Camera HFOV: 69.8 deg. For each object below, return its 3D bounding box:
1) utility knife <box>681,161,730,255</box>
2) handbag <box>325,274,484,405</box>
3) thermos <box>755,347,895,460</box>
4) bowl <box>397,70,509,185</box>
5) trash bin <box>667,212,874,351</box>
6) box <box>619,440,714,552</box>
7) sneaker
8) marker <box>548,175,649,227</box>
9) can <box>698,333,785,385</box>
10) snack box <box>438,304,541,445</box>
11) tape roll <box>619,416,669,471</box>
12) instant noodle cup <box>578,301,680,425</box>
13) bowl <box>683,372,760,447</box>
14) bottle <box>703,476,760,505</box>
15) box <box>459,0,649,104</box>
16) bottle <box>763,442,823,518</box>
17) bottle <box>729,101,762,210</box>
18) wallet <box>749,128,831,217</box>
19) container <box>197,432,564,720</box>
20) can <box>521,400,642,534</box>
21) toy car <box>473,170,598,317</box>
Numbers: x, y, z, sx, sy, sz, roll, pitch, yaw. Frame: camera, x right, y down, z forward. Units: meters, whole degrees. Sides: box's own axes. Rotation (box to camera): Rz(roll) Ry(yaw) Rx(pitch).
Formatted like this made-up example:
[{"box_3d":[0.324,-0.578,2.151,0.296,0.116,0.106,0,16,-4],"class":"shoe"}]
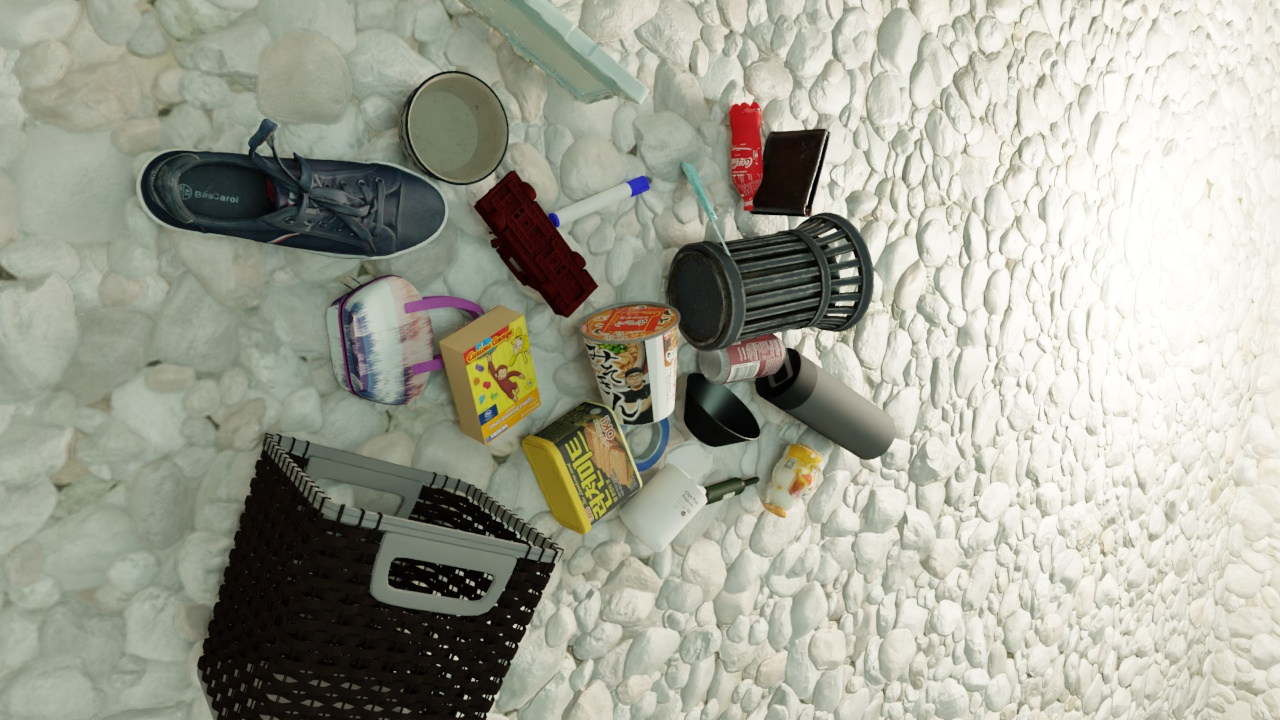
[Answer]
[{"box_3d":[0.085,-0.190,1.148,0.015,0.168,0.022,-35,142,19],"class":"utility knife"},{"box_3d":[-0.242,-0.028,0.990,0.169,0.068,0.144,-14,106,-40],"class":"handbag"},{"box_3d":[0.275,0.066,1.354,0.240,0.082,0.082,30,80,-35],"class":"thermos"},{"box_3d":[-0.205,-0.244,0.975,0.115,0.059,0.115,-6,101,-35],"class":"bowl"},{"box_3d":[0.163,-0.099,1.204,0.227,0.164,0.164,-13,105,-30],"class":"trash bin"},{"box_3d":[0.044,0.172,1.212,0.160,0.092,0.081,-43,117,-13],"class":"box"},{"box_3d":[-0.309,-0.157,0.878,0.293,0.127,0.121,-1,99,-37],"class":"sneaker"},{"box_3d":[-0.049,-0.194,1.119,0.141,0.020,0.020,-28,113,-29],"class":"marker"},{"box_3d":[0.139,-0.005,1.257,0.114,0.063,0.063,-9,103,-34],"class":"can"},{"box_3d":[-0.166,0.016,1.026,0.088,0.040,0.126,-37,135,-36],"class":"snack box"},{"box_3d":[-0.003,0.099,1.201,0.091,0.016,0.093,-11,104,-34],"class":"tape roll"},{"box_3d":[-0.007,0.007,1.130,0.123,0.124,0.122,-23,119,-31],"class":"instant noodle cup"},{"box_3d":[0.096,0.079,1.231,0.124,0.124,0.053,23,117,-36],"class":"bowl"},{"box_3d":[0.129,0.181,1.304,0.105,0.025,0.025,-12,104,-33],"class":"bottle"},{"box_3d":[-0.091,-0.345,0.992,0.197,0.136,0.043,33,84,-35],"class":"box"},{"box_3d":[0.222,0.177,1.346,0.063,0.063,0.108,40,74,-33],"class":"bottle"},{"box_3d":[0.142,-0.272,1.229,0.041,0.042,0.141,-11,104,-34],"class":"bottle"},{"box_3d":[0.200,-0.253,1.239,0.031,0.099,0.120,17,87,-43],"class":"wallet"},{"box_3d":[-0.267,0.242,0.901,0.247,0.246,0.243,21,88,-36],"class":"container"},{"box_3d":[-0.069,0.129,1.127,0.100,0.073,0.131,-34,115,-30],"class":"can"},{"box_3d":[-0.124,-0.132,1.050,0.070,0.062,0.170,-48,121,-20],"class":"toy car"}]
